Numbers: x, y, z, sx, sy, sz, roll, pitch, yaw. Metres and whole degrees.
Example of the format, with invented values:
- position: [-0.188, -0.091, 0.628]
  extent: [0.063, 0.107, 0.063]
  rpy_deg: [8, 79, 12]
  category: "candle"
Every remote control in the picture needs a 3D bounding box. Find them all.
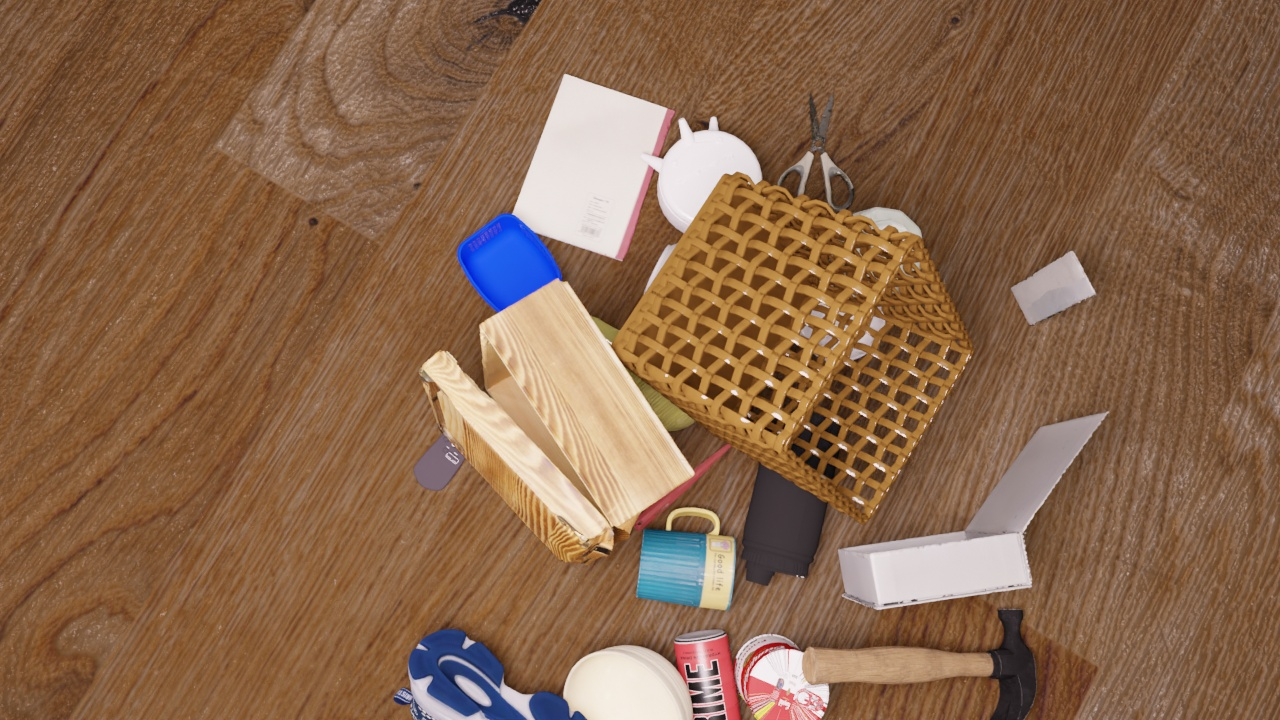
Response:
- position: [-0.222, 0.101, 1.098]
  extent: [0.046, 0.009, 0.124]
  rpy_deg: [37, 82, 5]
  category: "remote control"

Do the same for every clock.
- position: [0.086, -0.214, 1.118]
  extent: [0.125, 0.073, 0.161]
  rpy_deg: [-29, 84, -6]
  category: "clock"

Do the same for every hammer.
- position: [0.307, 0.336, 0.995]
  extent: [0.305, 0.040, 0.132]
  rpy_deg: [8, 72, -25]
  category: "hammer"

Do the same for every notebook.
- position: [-0.060, -0.243, 1.154]
  extent: [0.153, 0.012, 0.208]
  rpy_deg: [19, 82, 1]
  category: "notebook"

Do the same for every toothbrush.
- position: [0.065, 0.137, 1.094]
  extent: [0.189, 0.016, 0.016]
  rpy_deg: [-40, 85, -7]
  category: "toothbrush"

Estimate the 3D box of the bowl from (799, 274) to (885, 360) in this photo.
- position: [0.237, -0.048, 1.107]
  extent: [0.105, 0.054, 0.105]
  rpy_deg: [0, 83, -1]
  category: "bowl"

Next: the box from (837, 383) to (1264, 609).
- position: [0.446, 0.151, 1.021]
  extent: [0.478, 0.166, 0.119]
  rpy_deg: [-30, 82, -5]
  category: "box"

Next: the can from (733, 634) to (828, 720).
- position: [0.152, 0.354, 1.011]
  extent: [0.086, 0.116, 0.086]
  rpy_deg: [0, 81, -1]
  category: "can"

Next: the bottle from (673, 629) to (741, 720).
- position: [0.081, 0.398, 1.031]
  extent: [0.062, 0.062, 0.176]
  rpy_deg: [-9, 81, -2]
  category: "bottle"

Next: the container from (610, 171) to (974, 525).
- position: [0.157, -0.010, 0.917]
  extent: [0.214, 0.251, 0.219]
  rpy_deg: [30, 85, 38]
  category: "container"

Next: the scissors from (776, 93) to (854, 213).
- position: [0.230, -0.256, 1.159]
  extent: [0.154, 0.012, 0.163]
  rpy_deg: [41, 83, 11]
  category: "scissors"

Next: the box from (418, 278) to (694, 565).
- position: [-0.087, 0.089, 0.963]
  extent: [0.167, 0.280, 0.245]
  rpy_deg: [-35, 84, -17]
  category: "box"

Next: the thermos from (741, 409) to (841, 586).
- position: [0.171, 0.162, 1.057]
  extent: [0.086, 0.086, 0.198]
  rpy_deg: [15, 81, 1]
  category: "thermos"

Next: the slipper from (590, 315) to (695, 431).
- position: [-0.006, 0.006, 1.089]
  extent: [0.190, 0.092, 0.081]
  rpy_deg: [36, 42, -5]
  category: "slipper"

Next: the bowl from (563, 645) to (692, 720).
- position: [-0.003, 0.379, 1.014]
  extent: [0.151, 0.075, 0.151]
  rpy_deg: [5, 101, 28]
  category: "bowl"

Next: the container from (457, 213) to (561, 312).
- position: [-0.155, -0.108, 1.107]
  extent: [0.096, 0.058, 0.114]
  rpy_deg: [-38, 84, -6]
  category: "container"

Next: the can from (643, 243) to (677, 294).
- position: [0.081, -0.077, 1.092]
  extent: [0.140, 0.088, 0.087]
  rpy_deg: [27, 81, 3]
  category: "can"

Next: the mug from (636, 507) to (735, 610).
- position: [0.053, 0.224, 1.054]
  extent: [0.107, 0.083, 0.113]
  rpy_deg: [6, 59, 3]
  category: "mug"

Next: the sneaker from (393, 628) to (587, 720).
- position: [-0.154, 0.421, 1.004]
  extent: [0.269, 0.103, 0.133]
  rpy_deg: [36, 126, 7]
  category: "sneaker"

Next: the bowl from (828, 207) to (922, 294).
- position: [0.294, -0.136, 1.118]
  extent: [0.117, 0.061, 0.117]
  rpy_deg: [0, 81, -2]
  category: "bowl"
